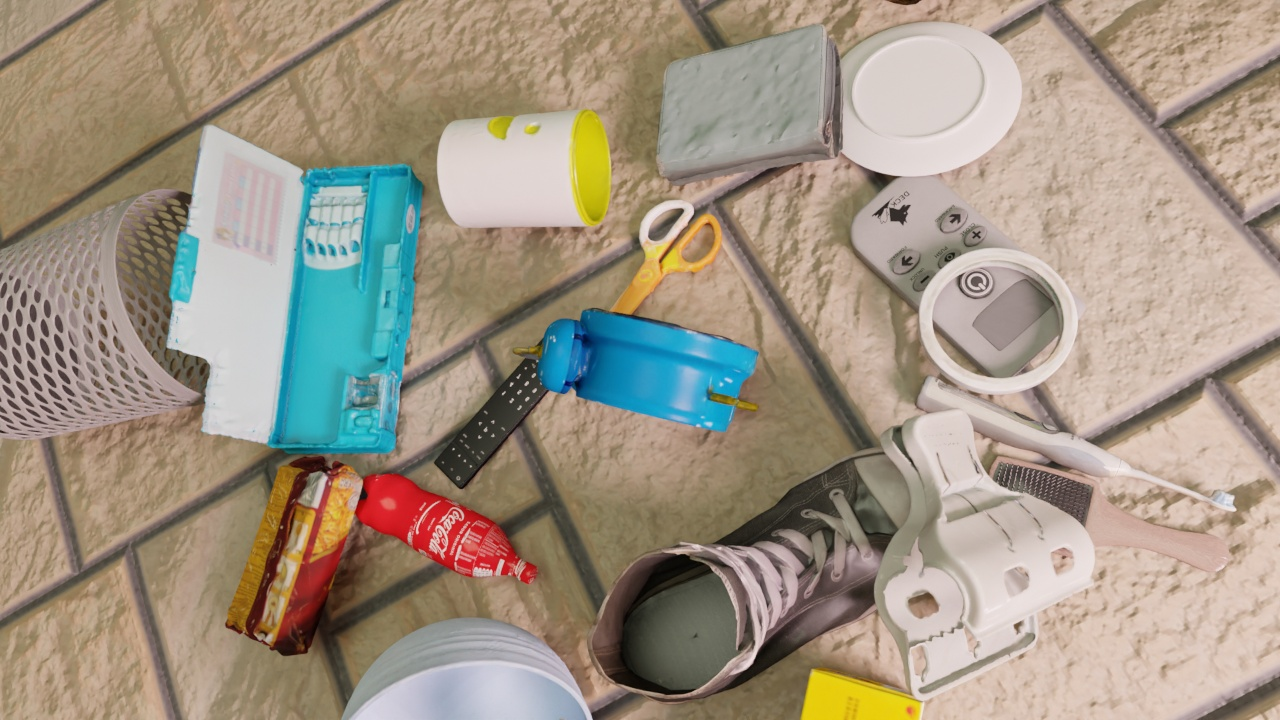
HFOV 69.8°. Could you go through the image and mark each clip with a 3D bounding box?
[{"bbox_3d":[0.188,0.096,0.495,0.105,0.126,0.151,-6,89,50],"label":"clip"}]

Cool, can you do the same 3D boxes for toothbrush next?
[{"bbox_3d":[0.259,0.053,0.557,0.186,0.022,0.024,23,97,21],"label":"toothbrush"}]

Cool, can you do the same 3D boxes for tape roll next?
[{"bbox_3d":[0.222,-0.025,0.574,0.093,0.013,0.093,-3,77,12],"label":"tape roll"}]

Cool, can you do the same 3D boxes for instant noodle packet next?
[{"bbox_3d":[-0.241,0.131,0.641,0.099,0.039,0.135,0,71,47],"label":"instant noodle packet"}]

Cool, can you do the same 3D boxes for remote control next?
[{"bbox_3d":[0.209,-0.060,0.605,0.074,0.019,0.151,-41,68,0],"label":"remote control"},{"bbox_3d":[-0.093,0.031,0.663,0.030,0.009,0.140,40,87,22],"label":"remote control"}]

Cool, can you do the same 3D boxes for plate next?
[{"bbox_3d":[0.194,-0.188,0.642,0.135,0.011,0.134,-7,64,14],"label":"plate"}]

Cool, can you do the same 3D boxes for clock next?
[{"bbox_3d":[-0.004,0.003,0.595,0.161,0.116,0.060,11,89,18],"label":"clock"}]

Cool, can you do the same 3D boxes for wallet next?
[{"bbox_3d":[0.077,-0.178,0.654,0.132,0.054,0.100,-2,68,25],"label":"wallet"}]

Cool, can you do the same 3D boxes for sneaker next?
[{"bbox_3d":[0.080,0.120,0.533,0.235,0.120,0.095,-27,69,2],"label":"sneaker"}]

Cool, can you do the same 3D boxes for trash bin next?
[{"bbox_3d":[-0.406,-0.027,0.689,0.183,0.156,0.156,-14,71,13],"label":"trash bin"}]

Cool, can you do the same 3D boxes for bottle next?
[{"bbox_3d":[-0.133,0.118,0.630,0.142,0.042,0.042,22,80,20],"label":"bottle"}]

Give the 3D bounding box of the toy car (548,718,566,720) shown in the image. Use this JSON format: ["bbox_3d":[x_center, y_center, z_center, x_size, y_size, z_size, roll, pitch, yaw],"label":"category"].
[{"bbox_3d":[-0.055,0.270,0.522,0.056,0.054,0.154,55,134,46],"label":"toy car"}]

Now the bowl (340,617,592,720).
[{"bbox_3d":[-0.108,0.212,0.559,0.150,0.150,0.074,-31,30,4],"label":"bowl"}]

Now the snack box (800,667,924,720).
[{"bbox_3d":[0.115,0.231,0.509,0.061,0.083,0.105,11,76,17],"label":"snack box"}]

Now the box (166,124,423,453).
[{"bbox_3d":[-0.257,-0.047,0.690,0.171,0.084,0.227,8,73,-21],"label":"box"}]

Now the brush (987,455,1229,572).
[{"bbox_3d":[0.274,0.096,0.544,0.136,0.015,0.049,15,79,18],"label":"brush"}]

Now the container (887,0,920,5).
[{"bbox_3d":[0.214,-0.349,0.640,0.132,0.132,0.167,41,93,22],"label":"container"}]

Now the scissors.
[{"bbox_3d":[0.003,-0.062,0.664,0.065,0.013,0.128,39,85,22],"label":"scissors"}]

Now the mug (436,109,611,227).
[{"bbox_3d":[-0.083,-0.138,0.673,0.106,0.082,0.082,0,74,16],"label":"mug"}]
